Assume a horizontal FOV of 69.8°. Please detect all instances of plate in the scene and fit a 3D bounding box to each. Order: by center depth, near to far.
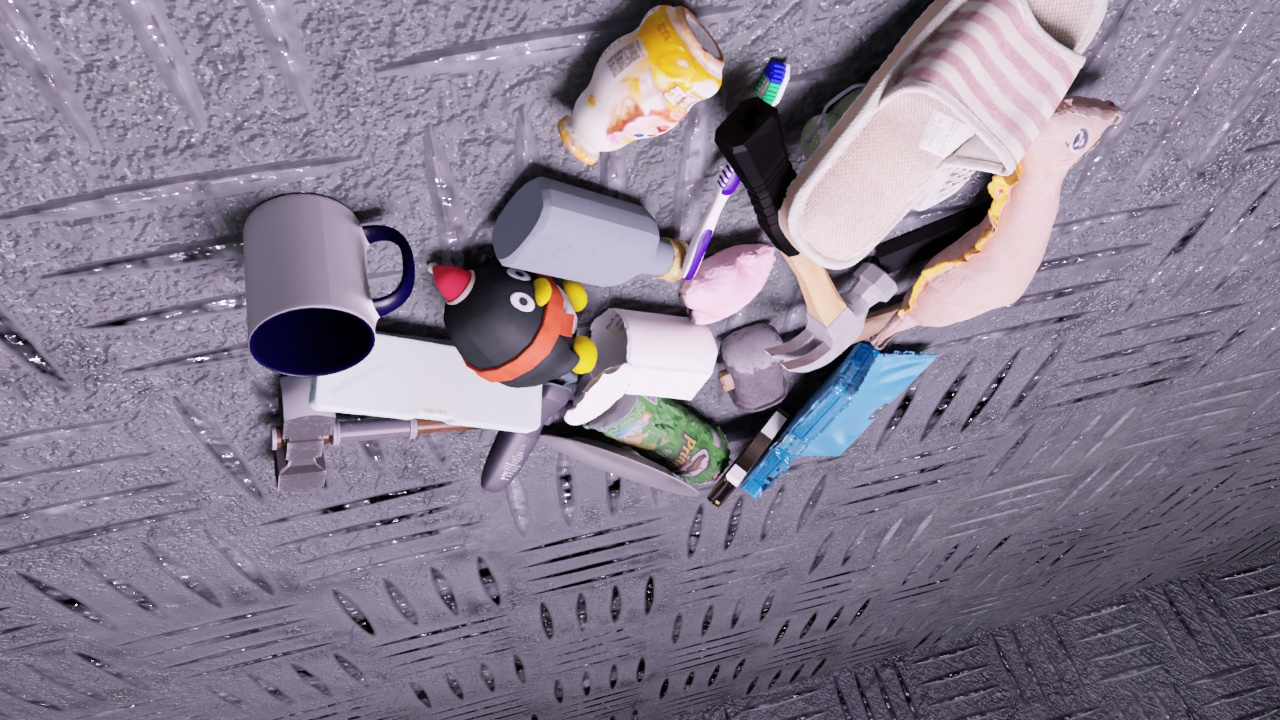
[{"bbox_3d":[-0.022,0.106,0.963,0.178,0.012,0.178,19,167,4],"label":"plate"}]

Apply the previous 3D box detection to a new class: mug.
[{"bbox_3d":[-0.208,-0.054,0.621,0.112,0.096,0.079,-15,149,-4],"label":"mug"}]

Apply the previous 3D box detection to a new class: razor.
[{"bbox_3d":[-0.109,0.062,0.860,0.047,0.052,0.143,22,100,-41],"label":"razor"}]

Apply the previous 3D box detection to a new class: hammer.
[{"bbox_3d":[0.128,-0.090,0.735,0.131,0.039,0.328,-46,147,-2],"label":"hammer"},{"bbox_3d":[-0.182,0.060,0.880,0.321,0.043,0.156,-3,147,-26],"label":"hammer"},{"bbox_3d":[0.234,-0.036,0.926,0.328,0.052,0.098,-21,149,0],"label":"hammer"}]

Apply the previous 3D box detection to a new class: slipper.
[{"bbox_3d":[0.207,-0.163,0.618,0.115,0.052,0.263,38,105,-27],"label":"slipper"}]

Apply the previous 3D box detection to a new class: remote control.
[{"bbox_3d":[0.258,-0.174,0.712,0.060,0.025,0.139,-28,158,-32],"label":"remote control"},{"bbox_3d":[0.290,-0.119,0.844,0.150,0.013,0.034,-22,150,7],"label":"remote control"}]

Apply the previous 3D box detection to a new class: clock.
[{"bbox_3d":[0.174,-0.168,0.682,0.095,0.042,0.119,-35,144,25],"label":"clock"}]

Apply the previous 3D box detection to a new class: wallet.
[{"bbox_3d":[0.124,0.110,1.054,0.122,0.019,0.072,-46,169,-37],"label":"wallet"}]

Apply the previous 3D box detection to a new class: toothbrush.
[{"bbox_3d":[0.065,-0.134,0.676,0.016,0.015,0.187,4,132,-26],"label":"toothbrush"}]

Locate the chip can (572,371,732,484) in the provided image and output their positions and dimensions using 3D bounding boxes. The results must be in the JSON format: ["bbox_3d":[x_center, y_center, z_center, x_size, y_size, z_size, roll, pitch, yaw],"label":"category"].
[{"bbox_3d":[0.017,0.070,0.956,0.076,0.075,0.223,-29,147,19],"label":"chip can"}]

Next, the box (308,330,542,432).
[{"bbox_3d":[-0.190,0.014,0.784,0.198,0.085,0.096,11,167,-36],"label":"box"}]

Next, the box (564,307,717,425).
[{"bbox_3d":[-0.005,0.005,0.802,0.159,0.118,0.085,7,139,-31],"label":"box"}]

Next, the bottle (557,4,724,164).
[{"bbox_3d":[-0.002,-0.168,0.574,0.109,0.063,0.063,-34,145,27],"label":"bottle"}]

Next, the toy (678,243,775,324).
[{"bbox_3d":[0.074,-0.068,0.780,0.093,0.050,0.102,-38,171,4],"label":"toy"}]

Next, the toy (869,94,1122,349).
[{"bbox_3d":[0.293,-0.109,0.782,0.196,0.065,0.264,-24,150,-3],"label":"toy"}]

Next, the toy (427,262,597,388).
[{"bbox_3d":[-0.104,-0.032,0.714,0.100,0.097,0.119,-26,146,22],"label":"toy"}]

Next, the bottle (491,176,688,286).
[{"bbox_3d":[-0.028,-0.090,0.701,0.161,0.046,0.072,8,141,-41],"label":"bottle"}]

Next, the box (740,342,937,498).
[{"bbox_3d":[0.218,0.063,1.068,0.172,0.066,0.232,-19,154,-35],"label":"box"}]
